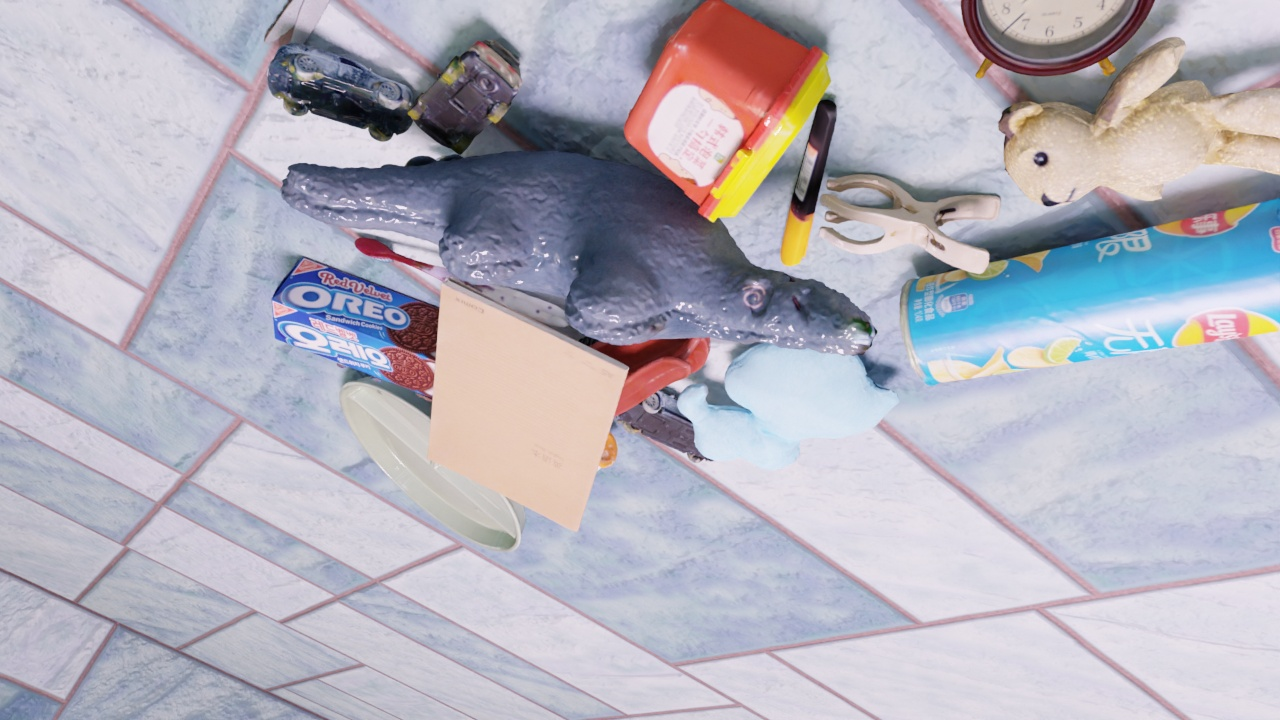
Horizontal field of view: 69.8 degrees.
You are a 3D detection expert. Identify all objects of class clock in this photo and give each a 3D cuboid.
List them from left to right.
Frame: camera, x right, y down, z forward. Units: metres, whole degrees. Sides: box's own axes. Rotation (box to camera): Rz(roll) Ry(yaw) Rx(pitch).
[{"bbox_3d":[0.175,-0.177,0.383,0.082,0.055,0.122,5,140,19],"label":"clock"}]

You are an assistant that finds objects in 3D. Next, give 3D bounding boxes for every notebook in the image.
[{"bbox_3d":[-0.097,0.044,0.725,0.149,0.012,0.212,26,136,8],"label":"notebook"}]

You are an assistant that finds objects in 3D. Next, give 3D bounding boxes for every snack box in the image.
[{"bbox_3d":[-0.203,-0.017,0.771,0.207,0.057,0.058,21,142,-1],"label":"snack box"},{"bbox_3d":[0.042,-0.133,0.486,0.080,0.081,0.091,34,142,-3],"label":"snack box"}]

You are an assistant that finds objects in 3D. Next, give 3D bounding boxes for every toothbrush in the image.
[{"bbox_3d":[-0.137,-0.059,0.698,0.188,0.016,0.017,20,167,13],"label":"toothbrush"}]

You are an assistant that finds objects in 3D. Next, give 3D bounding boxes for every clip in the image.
[{"bbox_3d":[0.155,-0.082,0.533,0.100,0.070,0.035,13,143,21],"label":"clip"}]

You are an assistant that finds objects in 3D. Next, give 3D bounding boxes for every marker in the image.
[{"bbox_3d":[0.101,-0.103,0.549,0.015,0.018,0.124,-18,145,-16],"label":"marker"}]

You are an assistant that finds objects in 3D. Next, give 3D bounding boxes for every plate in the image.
[{"bbox_3d":[-0.201,0.100,0.899,0.230,0.027,0.231,29,147,21],"label":"plate"}]

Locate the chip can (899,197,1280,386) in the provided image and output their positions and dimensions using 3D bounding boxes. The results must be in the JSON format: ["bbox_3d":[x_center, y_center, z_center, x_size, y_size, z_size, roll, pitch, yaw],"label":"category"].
[{"bbox_3d":[0.259,-0.035,0.516,0.211,0.071,0.071,-12,134,36],"label":"chip can"}]

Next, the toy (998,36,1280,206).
[{"bbox_3d":[0.254,-0.101,0.436,0.157,0.066,0.105,7,160,30],"label":"toy"}]

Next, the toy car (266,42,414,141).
[{"bbox_3d":[-0.188,-0.171,0.581,0.090,0.034,0.043,15,147,-18],"label":"toy car"}]

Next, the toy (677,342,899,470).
[{"bbox_3d":[0.107,0.031,0.691,0.161,0.049,0.156,13,135,11],"label":"toy"}]

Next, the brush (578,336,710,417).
[{"bbox_3d":[-0.004,0.004,0.694,0.063,0.069,0.146,37,141,-25],"label":"brush"}]

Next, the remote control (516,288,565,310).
[{"bbox_3d":[-0.078,-0.071,0.672,0.136,0.020,0.056,32,143,-16],"label":"remote control"}]

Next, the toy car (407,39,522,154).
[{"bbox_3d":[-0.107,-0.159,0.558,0.042,0.035,0.091,39,146,-23],"label":"toy car"}]

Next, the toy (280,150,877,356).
[{"bbox_3d":[-0.032,-0.071,0.550,0.356,0.137,0.091,18,116,15],"label":"toy"}]

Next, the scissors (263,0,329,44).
[{"bbox_3d":[-0.188,-0.228,0.525,0.174,0.012,0.126,1,142,26],"label":"scissors"}]

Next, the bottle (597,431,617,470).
[{"bbox_3d":[-0.070,0.088,0.840,0.109,0.063,0.063,-17,131,40],"label":"bottle"}]

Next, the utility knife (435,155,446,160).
[{"bbox_3d":[-0.073,-0.096,0.629,0.161,0.034,0.018,28,-175,-9],"label":"utility knife"}]

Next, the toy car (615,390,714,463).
[{"bbox_3d":[0.030,0.052,0.773,0.105,0.031,0.049,25,141,-14],"label":"toy car"}]
